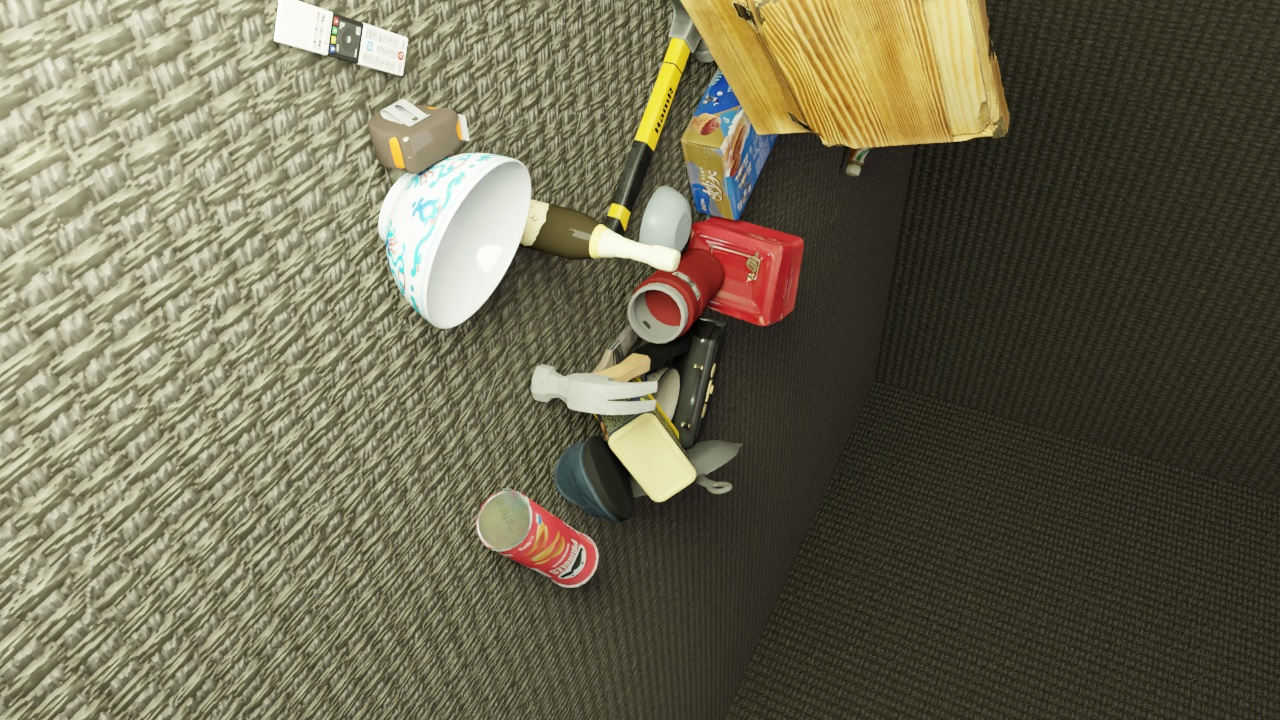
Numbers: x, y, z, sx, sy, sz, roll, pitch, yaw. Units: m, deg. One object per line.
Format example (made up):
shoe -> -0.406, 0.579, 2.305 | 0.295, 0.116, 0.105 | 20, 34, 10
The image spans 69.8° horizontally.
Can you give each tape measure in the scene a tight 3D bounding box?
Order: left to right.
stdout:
tape measure -> -0.170, -0.170, 0.677 | 0.058, 0.059, 0.038 | -43, 144, -36

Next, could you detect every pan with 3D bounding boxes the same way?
pan -> 0.061, 0.152, 1.273 | 0.355, 0.216, 0.024 | 177, -108, -77

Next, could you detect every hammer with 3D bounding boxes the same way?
hammer -> -0.007, 0.007, 1.143 | 0.327, 0.131, 0.039 | -30, 128, -66
hammer -> 0.013, -0.285, 1.091 | 0.169, 0.034, 0.324 | 27, 82, -68

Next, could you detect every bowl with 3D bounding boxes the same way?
bowl -> -0.156, -0.105, 0.721 | 0.143, 0.074, 0.144 | -59, 168, -20
bowl -> 0.005, 0.057, 1.287 | 0.115, 0.059, 0.116 | -50, 149, -45
bowl -> 0.039, -0.176, 1.220 | 0.106, 0.039, 0.106 | -50, 149, -45

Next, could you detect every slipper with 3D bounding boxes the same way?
slipper -> -0.064, 0.154, 1.149 | 0.265, 0.083, 0.109 | 47, 22, -86

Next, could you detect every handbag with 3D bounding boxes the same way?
handbag -> 0.077, 0.040, 1.349 | 0.195, 0.072, 0.176 | -72, 173, -75

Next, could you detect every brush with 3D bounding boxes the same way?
brush -> -0.039, -0.002, 1.197 | 0.150, 0.012, 0.039 | -50, 149, -43

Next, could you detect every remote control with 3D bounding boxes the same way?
remote control -> -0.202, -0.219, 0.623 | 0.124, 0.012, 0.028 | -15, 120, -66

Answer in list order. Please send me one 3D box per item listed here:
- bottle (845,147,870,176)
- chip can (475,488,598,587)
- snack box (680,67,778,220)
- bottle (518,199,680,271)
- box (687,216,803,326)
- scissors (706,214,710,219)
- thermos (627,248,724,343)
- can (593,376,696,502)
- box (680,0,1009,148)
bottle -> 0.512, -0.509, 2.116 | 0.059, 0.059, 0.167 | 9, 98, -69
chip can -> -0.118, 0.214, 1.086 | 0.073, 0.073, 0.233 | -67, 157, -16
snack box -> 0.136, -0.329, 1.303 | 0.202, 0.069, 0.155 | -65, 158, -22
bottle -> -0.050, -0.112, 0.844 | 0.045, 0.185, 0.045 | -50, 149, -45
box -> 0.150, -0.133, 1.344 | 0.097, 0.158, 0.130 | -26, 131, -48
scissors -> 0.104, -0.197, 1.402 | 0.142, 0.015, 0.095 | -68, 158, 5
thermos -> 0.044, -0.083, 1.240 | 0.108, 0.084, 0.198 | -44, -179, 29
can -> 0.004, 0.100, 1.173 | 0.075, 0.104, 0.135 | -34, 121, 3
box -> 0.253, -0.416, 1.058 | 0.279, 0.337, 0.285 | 42, 60, -55
